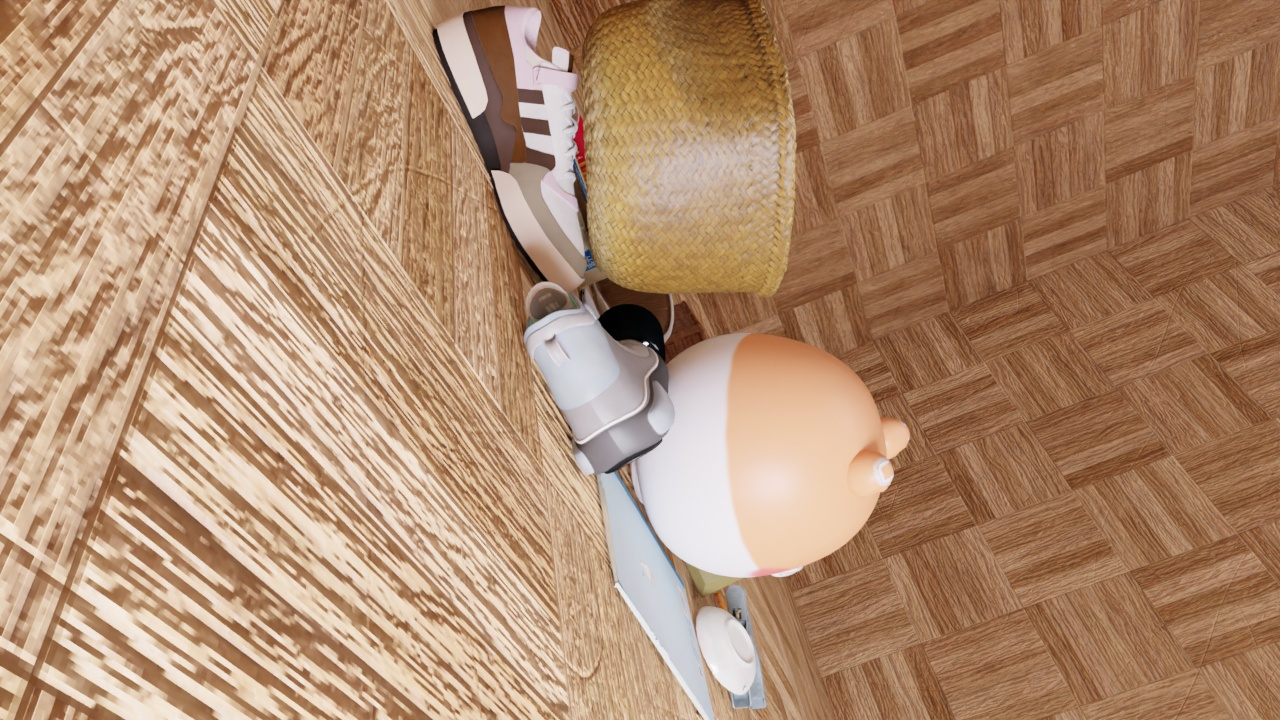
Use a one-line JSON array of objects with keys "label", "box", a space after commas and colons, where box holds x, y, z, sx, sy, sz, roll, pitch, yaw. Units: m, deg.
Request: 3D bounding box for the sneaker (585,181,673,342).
[{"label": "sneaker", "box": [-0.026, -0.121, 1.342, 0.127, 0.120, 0.294, 99, -25, -55]}]

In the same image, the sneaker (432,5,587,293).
[{"label": "sneaker", "box": [-0.095, -0.216, 0.915, 0.111, 0.116, 0.294, -15, 83, -83]}]

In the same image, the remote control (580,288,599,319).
[{"label": "remote control", "box": [-0.044, -0.024, 1.180, 0.045, 0.008, 0.147, -97, 164, -64]}]

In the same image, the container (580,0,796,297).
[{"label": "container", "box": [0.038, -0.216, 0.967, 0.307, 0.196, 0.307, 155, -69, -90]}]

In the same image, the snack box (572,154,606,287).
[{"label": "snack box", "box": [-0.101, -0.212, 1.124, 0.153, 0.055, 0.207, 47, 22, -71]}]

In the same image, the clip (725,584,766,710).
[{"label": "clip", "box": [0.135, 0.389, 1.161, 0.168, 0.031, 0.164, -85, 163, -49]}]

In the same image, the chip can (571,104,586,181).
[{"label": "chip can", "box": [-0.105, -0.339, 1.446, 0.220, 0.069, 0.069, 40, 29, -77]}]

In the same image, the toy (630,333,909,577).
[{"label": "toy", "box": [0.133, 0.102, 0.974, 0.262, 0.281, 0.266, -31, 113, -63]}]

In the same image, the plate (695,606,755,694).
[{"label": "plate", "box": [0.104, 0.324, 1.045, 0.104, 0.026, 0.104, 45, 24, -26]}]

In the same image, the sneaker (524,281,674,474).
[{"label": "sneaker", "box": [-0.046, -0.009, 0.834, 0.160, 0.093, 0.256, 58, 8, -15]}]

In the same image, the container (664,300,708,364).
[{"label": "container", "box": [0.067, 0.014, 1.509, 0.112, 0.114, 0.198, -110, 177, -58]}]

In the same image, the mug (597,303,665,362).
[{"label": "mug", "box": [-0.016, 0.006, 1.050, 0.094, 0.085, 0.122, -91, -172, -70]}]

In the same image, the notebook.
[{"label": "notebook", "box": [0.013, 0.213, 0.872, 0.180, 0.009, 0.253, -104, 169, -52]}]

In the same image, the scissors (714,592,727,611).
[{"label": "scissors", "box": [0.120, 0.373, 1.223, 0.131, 0.011, 0.125, 30, 40, -78]}]

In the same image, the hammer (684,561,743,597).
[{"label": "hammer", "box": [0.063, 0.135, 1.207, 0.324, 0.101, 0.190, 64, 5, 15]}]
